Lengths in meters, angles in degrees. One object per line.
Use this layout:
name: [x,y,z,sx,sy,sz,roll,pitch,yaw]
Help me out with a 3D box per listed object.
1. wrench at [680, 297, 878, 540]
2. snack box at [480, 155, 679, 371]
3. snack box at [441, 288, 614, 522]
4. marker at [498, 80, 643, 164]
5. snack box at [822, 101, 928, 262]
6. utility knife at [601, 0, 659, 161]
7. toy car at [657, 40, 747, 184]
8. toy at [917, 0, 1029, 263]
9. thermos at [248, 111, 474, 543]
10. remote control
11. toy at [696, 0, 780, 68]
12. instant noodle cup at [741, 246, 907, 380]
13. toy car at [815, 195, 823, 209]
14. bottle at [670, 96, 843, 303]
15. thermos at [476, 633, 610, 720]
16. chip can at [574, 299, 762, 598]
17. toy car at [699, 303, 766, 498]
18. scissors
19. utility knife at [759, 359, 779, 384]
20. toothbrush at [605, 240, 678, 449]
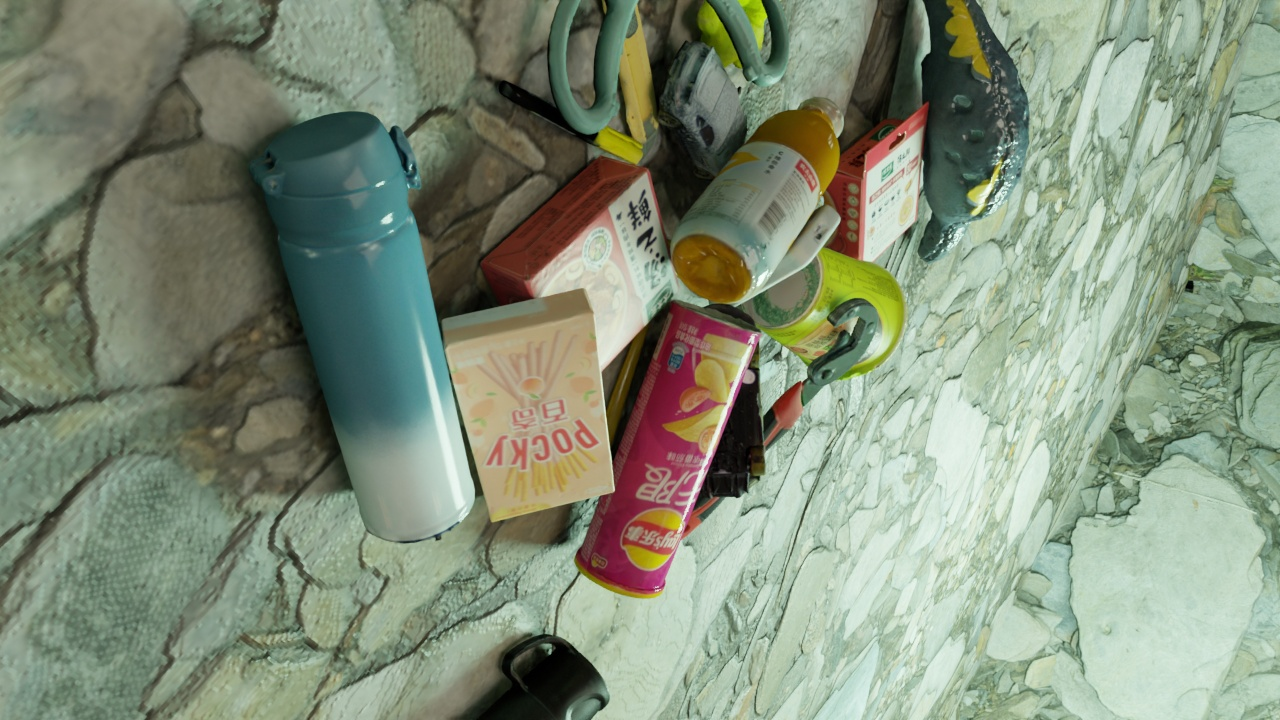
wrench: [0.105,0.058,0.769,0.056,0.016,0.274,21,116,-39]
snack box: [-0.030,-0.044,0.584,0.113,0.044,0.127,-48,142,-25]
snack box: [-0.063,0.032,0.553,0.084,0.026,0.157,-13,133,-9]
marker: [-0.037,-0.140,0.540,0.124,0.018,0.015,12,120,-54]
snack box: [0.214,-0.162,0.846,0.113,0.044,0.127,-40,139,-32]
utility knife: [-0.015,-0.209,0.538,0.030,0.021,0.205,-51,139,-31]
toy car: [0.047,-0.163,0.619,0.054,0.037,0.120,-67,155,-10]
toy: [0.306,-0.213,0.876,0.091,0.138,0.357,-27,136,-10]
thermos: [-0.128,-0.009,0.453,0.070,0.070,0.221,-35,135,-38]
remote control: [0.097,-0.072,0.684,0.020,0.136,0.055,42,65,-9]
toy: [0.071,-0.246,0.613,0.096,0.031,0.100,-22,127,-43]
instant noodle cup: [0.148,-0.049,0.779,0.123,0.112,0.112,18,95,-48]
toy car: [0.102,-0.124,0.712,0.105,0.049,0.031,-16,119,-49]
bottle: [0.088,-0.117,0.627,0.189,0.068,0.068,-54,145,-35]
thermos: [-0.128,0.295,0.650,0.241,0.069,0.090,-38,105,-38]
chip can: [0.020,0.064,0.671,0.071,0.071,0.211,8,106,-55]
toy car: [0.063,0.033,0.720,0.042,0.070,0.158,-63,151,-76]
scissors: [0.023,-0.193,0.535,0.170,0.019,0.171,25,83,-37]
utility knife: [0.053,0.042,0.774,0.215,0.015,0.033,-27,129,-40]
toothbrush: [-0.004,0.004,0.674,0.015,0.017,0.190,10,101,-56]
